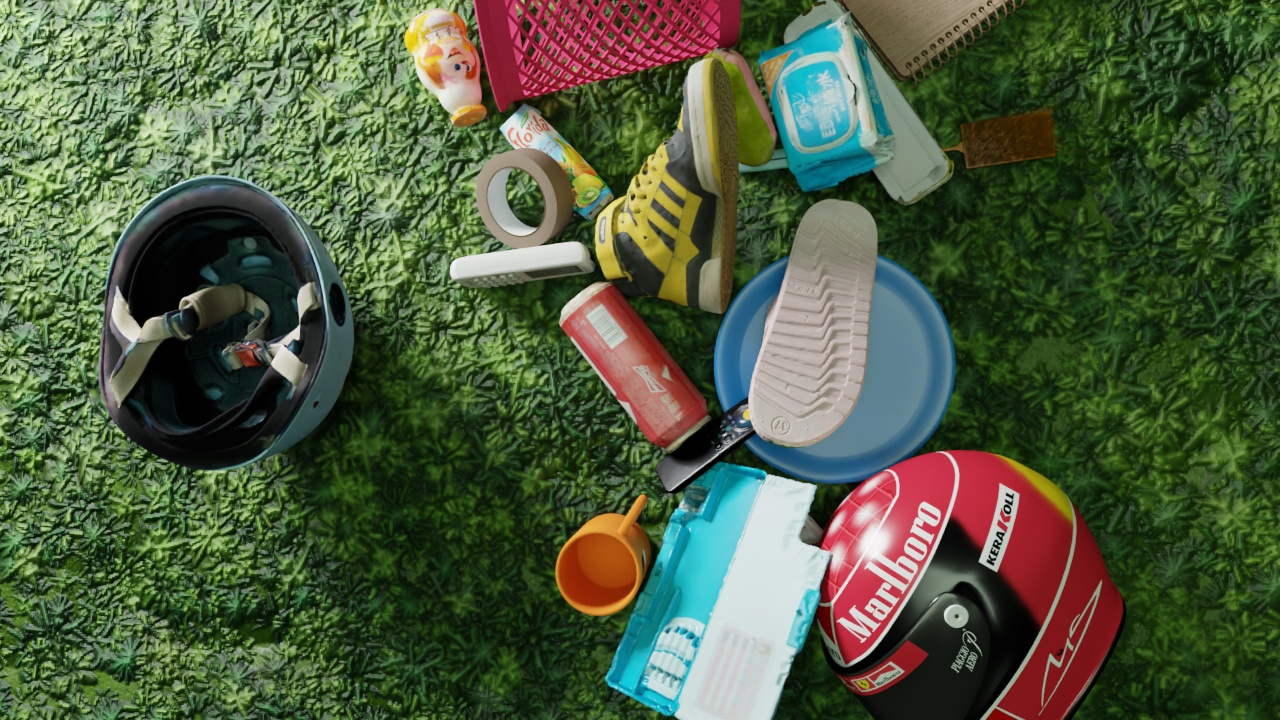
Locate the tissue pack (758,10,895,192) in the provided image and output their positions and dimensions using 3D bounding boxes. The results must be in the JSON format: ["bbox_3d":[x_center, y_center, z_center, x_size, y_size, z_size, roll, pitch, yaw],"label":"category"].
[{"bbox_3d":[0.169,-0.233,0.834,0.093,0.061,0.144,-17,91,28],"label":"tissue pack"}]

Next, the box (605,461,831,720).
[{"bbox_3d":[0.077,0.204,0.801,0.182,0.039,0.226,7,67,47],"label":"box"}]

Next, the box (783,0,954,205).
[{"bbox_3d":[0.215,-0.244,0.870,0.066,0.044,0.210,-36,84,24],"label":"box"}]

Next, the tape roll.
[{"bbox_3d":[-0.113,-0.157,0.889,0.094,0.030,0.094,12,117,25],"label":"tape roll"}]

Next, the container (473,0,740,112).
[{"bbox_3d":[-0.031,-0.337,0.840,0.226,0.183,0.183,-8,89,-1],"label":"container"}]

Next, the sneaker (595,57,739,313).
[{"bbox_3d":[0.022,-0.154,0.830,0.122,0.085,0.239,6,125,15],"label":"sneaker"}]

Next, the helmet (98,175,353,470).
[{"bbox_3d":[-0.382,-0.035,0.872,0.225,0.166,0.265,1,92,4],"label":"helmet"}]

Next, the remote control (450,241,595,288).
[{"bbox_3d":[-0.114,-0.092,0.896,0.138,0.060,0.025,-7,85,6],"label":"remote control"}]

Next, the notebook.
[{"bbox_3d":[0.290,-0.387,0.870,0.210,0.022,0.169,-37,85,5],"label":"notebook"}]

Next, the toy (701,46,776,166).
[{"bbox_3d":[0.087,-0.234,0.848,0.051,0.090,0.110,-31,126,-6],"label":"toy"}]

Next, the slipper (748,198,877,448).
[{"bbox_3d":[0.161,-0.030,0.838,0.094,0.064,0.239,15,74,4],"label":"slipper"}]

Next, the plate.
[{"bbox_3d":[0.183,0.004,0.879,0.224,0.024,0.224,0,90,7],"label":"plate"}]

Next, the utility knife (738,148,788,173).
[{"bbox_3d":[0.133,-0.195,0.892,0.120,0.015,0.022,-6,97,9],"label":"utility knife"}]

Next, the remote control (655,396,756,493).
[{"bbox_3d":[0.081,0.072,0.862,0.152,0.041,0.020,-37,130,8],"label":"remote control"}]

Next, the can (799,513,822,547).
[{"bbox_3d":[0.118,0.181,0.866,0.105,0.064,0.064,-45,85,4],"label":"can"}]

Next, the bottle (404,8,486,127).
[{"bbox_3d":[-0.188,-0.286,0.904,0.063,0.063,0.109,-23,87,6],"label":"bottle"}]

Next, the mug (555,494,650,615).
[{"bbox_3d":[-0.025,0.175,0.867,0.077,0.096,0.112,29,93,6],"label":"mug"}]

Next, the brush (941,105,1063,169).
[{"bbox_3d":[0.326,-0.206,0.867,0.126,0.017,0.048,-7,89,6],"label":"brush"}]

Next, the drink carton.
[{"bbox_3d":[-0.082,-0.196,0.903,0.044,0.038,0.129,-44,86,4],"label":"drink carton"}]

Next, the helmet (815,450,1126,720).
[{"bbox_3d":[0.256,0.205,0.782,0.224,0.197,0.271,30,92,-3],"label":"helmet"}]

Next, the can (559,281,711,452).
[{"bbox_3d":[-0.005,0.005,0.879,0.067,0.067,0.170,-39,86,5],"label":"can"}]
